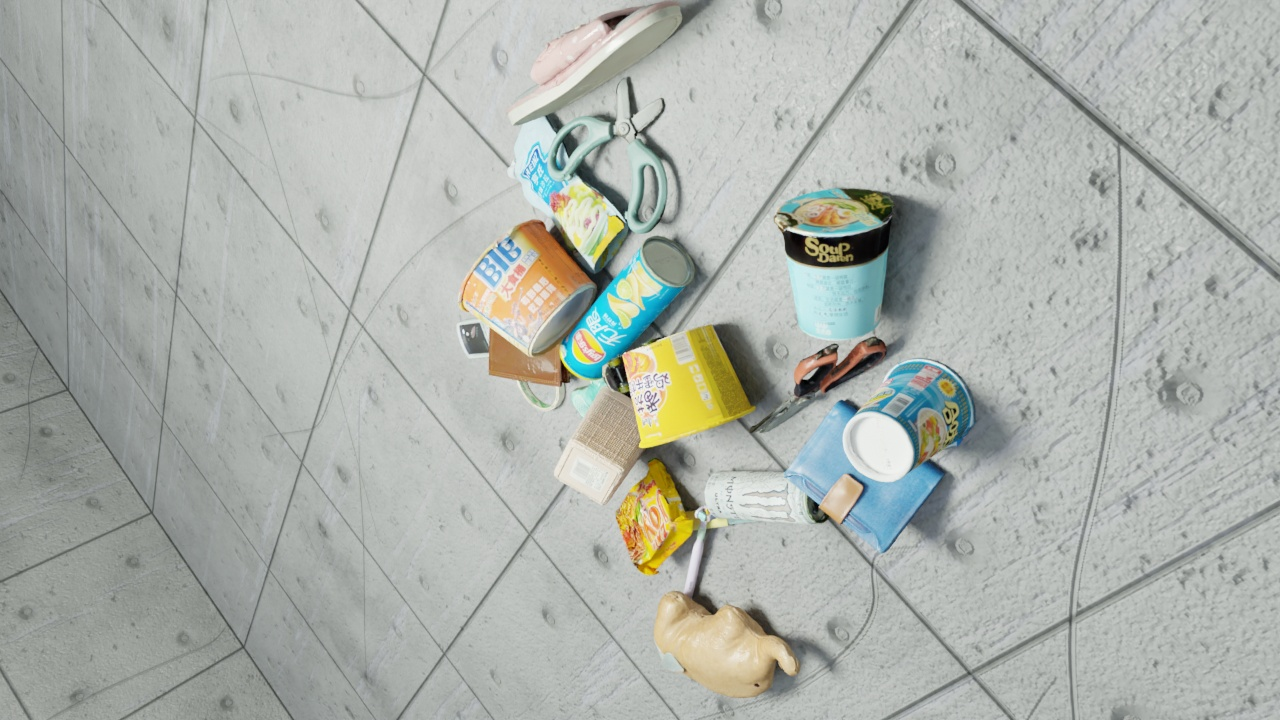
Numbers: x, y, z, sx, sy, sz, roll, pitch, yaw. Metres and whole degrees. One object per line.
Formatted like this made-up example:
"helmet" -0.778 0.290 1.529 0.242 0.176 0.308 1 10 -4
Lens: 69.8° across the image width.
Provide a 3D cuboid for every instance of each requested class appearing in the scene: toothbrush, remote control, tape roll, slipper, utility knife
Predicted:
"toothbrush" 0.073 0.256 1.189 0.029 0.021 0.190 6 130 -2
"remote control" -0.210 -0.034 1.317 0.150 0.021 0.058 -5 107 43
"tape roll" -0.141 0.030 1.290 0.086 0.013 0.086 20 123 35
"slipper" -0.060 -0.322 0.974 0.275 0.113 0.054 -15 104 52
"utility knife" 0.081 0.205 1.168 0.220 0.022 0.031 -17 102 52

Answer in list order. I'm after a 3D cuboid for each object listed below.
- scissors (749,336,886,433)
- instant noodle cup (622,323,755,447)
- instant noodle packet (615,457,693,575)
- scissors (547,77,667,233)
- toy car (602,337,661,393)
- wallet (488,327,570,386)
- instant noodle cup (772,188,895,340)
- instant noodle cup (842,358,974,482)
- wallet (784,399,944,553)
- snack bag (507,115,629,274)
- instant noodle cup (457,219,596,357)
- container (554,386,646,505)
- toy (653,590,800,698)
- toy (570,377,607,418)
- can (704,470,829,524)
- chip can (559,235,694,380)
"scissors" 0.166 0.033 0.962 0.207 0.192 0.015 -25 66 21
"instant noodle cup" 0.047 0.027 1.037 0.138 0.137 0.110 -21 87 46
"instant noodle packet" 0.015 0.205 1.194 0.129 0.044 0.110 -58 48 41
"scissors" -0.026 -0.216 1.033 0.171 0.019 0.179 -27 85 32
"toy car" -0.007 0.006 1.099 0.035 0.090 0.042 -8 108 62
"wallet" -0.153 -0.023 1.243 0.125 0.032 0.101 8 107 24
"instant noodle cup" 0.185 -0.087 0.871 0.111 0.111 0.121 17 129 37
"instant noodle cup" 0.250 0.062 0.874 0.099 0.109 0.099 20 122 35
"wallet" 0.229 0.120 0.953 0.133 0.040 0.106 39 102 23
"snack bag" -0.093 -0.203 1.114 0.191 0.038 0.111 51 145 12
"instant noodle cup" -0.133 -0.083 1.137 0.111 0.151 0.152 42 134 10
"container" -0.044 0.110 1.154 0.090 0.110 0.090 31 131 3
"toy" 0.116 0.373 1.177 0.226 0.082 0.143 4 125 39
"toy" -0.062 0.040 1.211 0.096 0.030 0.092 52 132 7
"can" 0.146 0.156 1.055 0.147 0.058 0.058 -5 107 44
"chip can" -0.021 -0.058 1.093 0.071 0.071 0.211 53 136 9
